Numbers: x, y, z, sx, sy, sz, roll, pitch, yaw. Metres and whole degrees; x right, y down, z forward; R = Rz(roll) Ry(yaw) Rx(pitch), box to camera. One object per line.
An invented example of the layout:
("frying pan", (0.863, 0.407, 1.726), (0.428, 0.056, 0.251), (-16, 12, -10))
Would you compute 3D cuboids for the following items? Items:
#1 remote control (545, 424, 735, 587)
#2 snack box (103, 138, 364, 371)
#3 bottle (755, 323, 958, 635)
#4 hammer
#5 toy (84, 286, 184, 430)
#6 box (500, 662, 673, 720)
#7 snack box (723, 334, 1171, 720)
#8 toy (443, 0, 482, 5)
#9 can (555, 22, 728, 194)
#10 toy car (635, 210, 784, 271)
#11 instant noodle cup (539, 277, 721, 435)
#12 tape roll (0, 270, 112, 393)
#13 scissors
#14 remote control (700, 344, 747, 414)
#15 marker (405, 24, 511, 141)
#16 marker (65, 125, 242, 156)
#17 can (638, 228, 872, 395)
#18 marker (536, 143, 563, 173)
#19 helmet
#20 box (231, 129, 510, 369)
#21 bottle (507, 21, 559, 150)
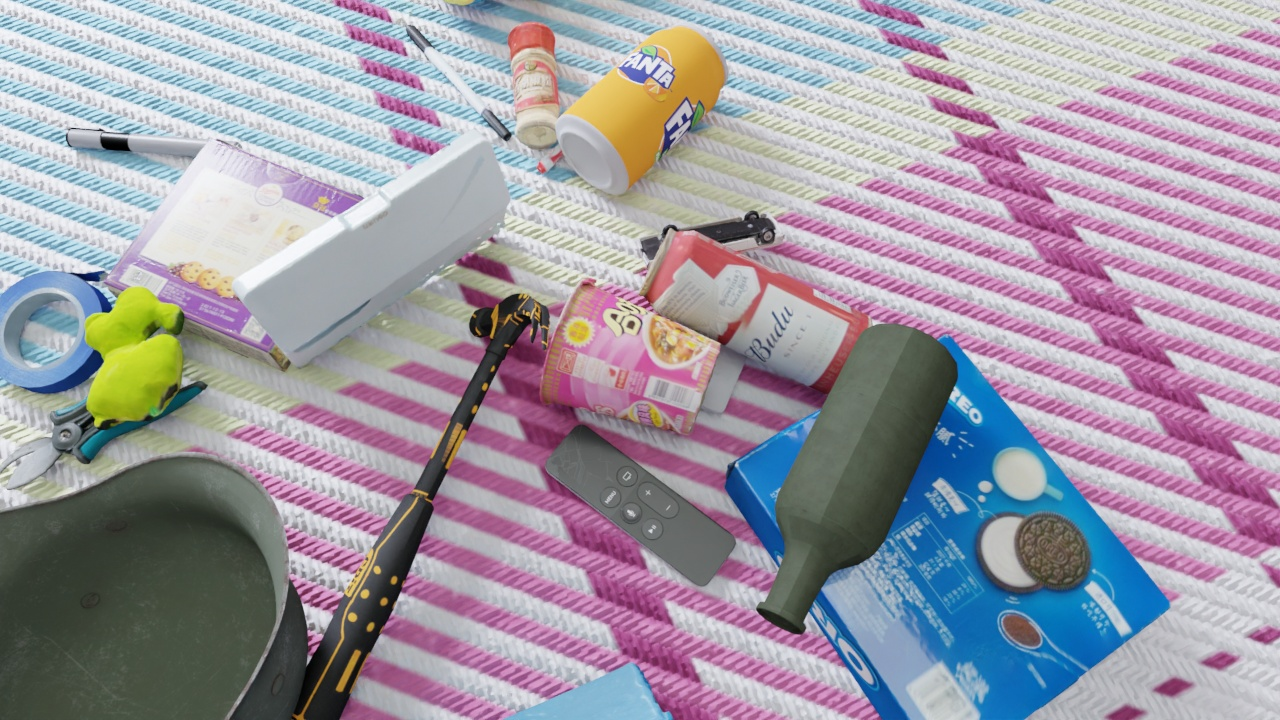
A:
("remote control", (-0.001, 0.103, 0.663), (0.146, 0.008, 0.045), (36, 70, 12))
("snack box", (-0.306, -0.085, 0.713), (0.143, 0.041, 0.147), (22, 68, 7))
("bottle", (0.133, 0.075, 0.586), (0.071, 0.071, 0.206), (28, 68, 9))
("hammer", (-0.148, 0.094, 0.624), (0.036, 0.123, 0.320), (33, 72, -28))
("toy", (-0.361, 0.000, 0.654), (0.094, 0.036, 0.093), (-42, 77, -6))
("box", (-0.083, 0.286, 0.558), (0.231, 0.094, 0.102), (-21, 99, -11))
("snack box", (0.204, 0.125, 0.636), (0.195, 0.056, 0.238), (-29, 70, -14))
("toy", (-0.115, -0.396, 0.830), (0.213, 0.084, 0.149), (-33, 73, -17))
("can", (0.002, -0.208, 0.756), (0.079, 0.079, 0.142), (39, 71, 13))
("toy car", (0.055, -0.089, 0.731), (0.113, 0.039, 0.039), (-12, 42, -8))
("instant noodle cup", (-0.004, 0.004, 0.656), (0.108, 0.098, 0.097), (20, 68, 6))
("tape roll", (-0.442, -0.022, 0.687), (0.091, 0.016, 0.093), (-6, 71, 2))
("scissors", (-0.387, 0.039, 0.670), (0.153, 0.019, 0.127), (3, 66, -2))
("remote control", (0.072, -0.019, 0.715), (0.033, 0.012, 0.130), (23, 68, 5))
("marker", (-0.160, -0.245, 0.802), (0.011, 0.011, 0.152), (-37, 74, -16))
("marker", (-0.403, -0.180, 0.763), (0.140, 0.016, 0.016), (4, 67, 0))
("can", (0.086, -0.036, 0.677), (0.170, 0.067, 0.067), (26, 68, -3))
("marker", (-0.040, -0.210, 0.791), (0.013, 0.013, 0.142), (37, 71, 13))
("helmet", (-0.294, 0.186, 0.535), (0.227, 0.154, 0.267), (32, 77, 23))
("box", (-0.180, -0.071, 0.660), (0.197, 0.136, 0.049), (-36, 74, -16))
("bottle", (-0.090, -0.235, 0.784), (0.044, 0.044, 0.109), (-5, 68, -4))
